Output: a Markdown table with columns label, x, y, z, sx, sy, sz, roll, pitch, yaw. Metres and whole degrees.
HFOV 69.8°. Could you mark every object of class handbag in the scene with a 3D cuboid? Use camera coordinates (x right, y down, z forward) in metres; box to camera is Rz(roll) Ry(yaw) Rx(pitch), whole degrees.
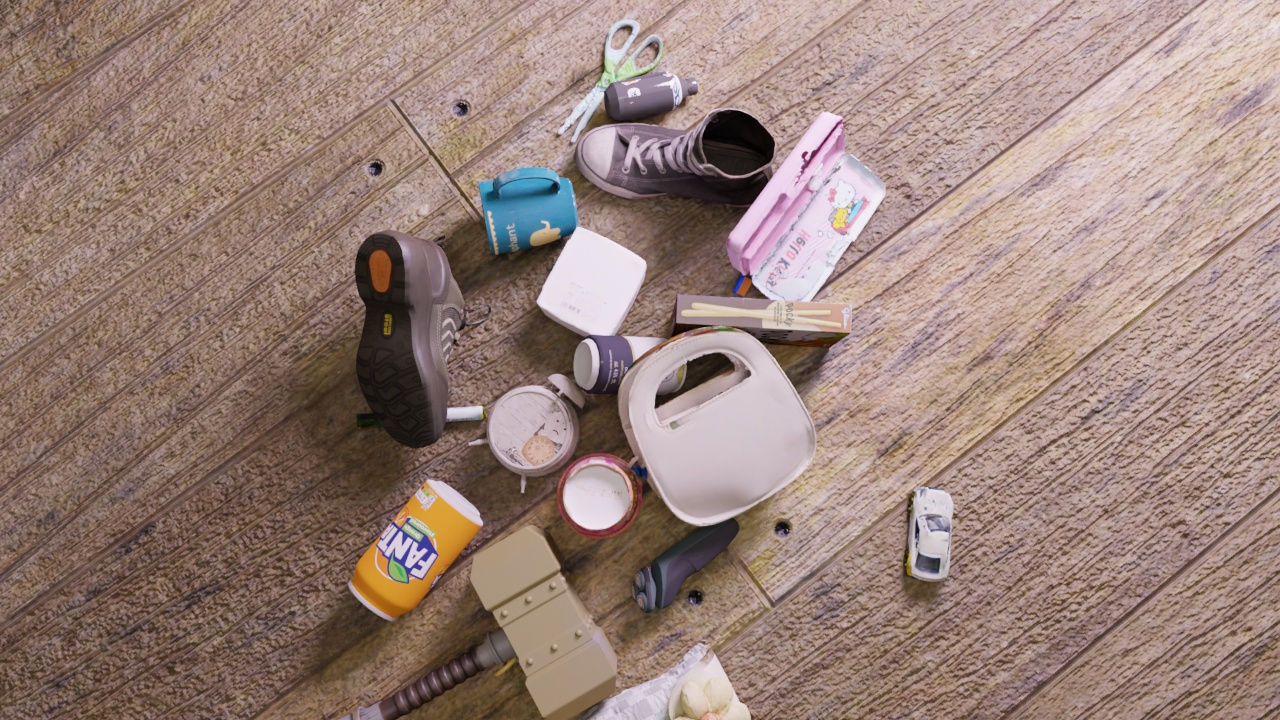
| label | x | y | z | sx | sy | sz | roll | pitch | yaw |
| --- | --- | --- | --- | --- | --- | --- | --- | --- | --- |
| handbag | 0.025 | 0.386 | 0.950 | 0.171 | 0.123 | 0.112 | -26 | 89 | -10 |
| handbag | 0.072 | 0.061 | 0.995 | 0.200 | 0.093 | 0.199 | -27 | 105 | -5 |

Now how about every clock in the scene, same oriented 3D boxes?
| label | x | y | z | sx | sy | sz | roll | pitch | yaw |
| --- | --- | --- | --- | --- | --- | --- | --- | --- | --- |
| clock | -0.108 | 0.062 | 1.024 | 0.103 | 0.061 | 0.157 | 41 | 86 | 5 |

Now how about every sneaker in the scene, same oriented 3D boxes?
| label | x | y | z | sx | sy | sz | roll | pitch | yaw |
| --- | --- | --- | --- | --- | --- | --- | --- | --- | --- |
| sneaker | -0.241 | -0.031 | 1.023 | 0.101 | 0.142 | 0.238 | 4 | 105 | 23 |
| sneaker | 0.039 | -0.235 | 1.039 | 0.235 | 0.120 | 0.095 | 14 | 82 | 4 |

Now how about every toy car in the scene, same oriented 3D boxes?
| label | x | y | z | sx | sy | sz | roll | pitch | yaw |
| --- | --- | --- | --- | --- | --- | --- | --- | --- | --- |
| toy car | 0.324 | 0.194 | 1.027 | 0.048 | 0.033 | 0.105 | 6 | 81 | 2 |

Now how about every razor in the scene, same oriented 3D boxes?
| label | x | y | z | sx | sy | sz | roll | pitch | yaw |
| --- | --- | --- | --- | --- | --- | --- | --- | --- | --- |
| razor | 0.051 | 0.222 | 1.015 | 0.142 | 0.047 | 0.052 | -35 | 113 | -10 |

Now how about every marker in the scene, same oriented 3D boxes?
| label | x | y | z | sx | sy | sz | roll | pitch | yaw |
| --- | --- | --- | --- | --- | --- | --- | --- | --- | --- |
| marker | -0.249 | 0.064 | 1.044 | 0.146 | 0.017 | 0.017 | -4 | 82 | -1 |

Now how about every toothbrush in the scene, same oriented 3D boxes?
| label | x | y | z | sx | sy | sz | roll | pitch | yaw |
| --- | --- | --- | --- | --- | --- | --- | --- | --- | --- |
| toothbrush | 0.162 | -0.152 | 1.080 | 0.018 | 0.016 | 0.182 | 35 | 83 | -1 |

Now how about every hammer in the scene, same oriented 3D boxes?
| label | x | y | z | sx | sy | sz | roll | pitch | yaw |
| --- | --- | --- | --- | --- | --- | --- | --- | --- | --- |
| hammer | -0.205 | 0.333 | 0.965 | 0.324 | 0.101 | 0.190 | -29 | 83 | -5 |

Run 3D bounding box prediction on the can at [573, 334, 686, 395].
| label | x | y | z | sx | sy | sz | roll | pitch | yaw |
| --- | --- | --- | --- | --- | --- | --- | --- | --- | --- |
| can | -0.006 | 0.006 | 1.015 | 0.127 | 0.064 | 0.064 | 2 | 81 | -28 |

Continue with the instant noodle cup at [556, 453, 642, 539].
| label | x | y | z | sx | sy | sz | roll | pitch | yaw |
| --- | --- | --- | --- | --- | --- | --- | --- | --- | --- |
| instant noodle cup | -0.046 | 0.146 | 0.989 | 0.098 | 0.109 | 0.097 | 0 | 82 | 0 |

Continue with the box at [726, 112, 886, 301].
| label | x | y | z | sx | sy | sz | roll | pitch | yaw |
| --- | --- | --- | --- | --- | --- | --- | --- | --- | --- |
| box | 0.184 | -0.170 | 1.054 | 0.201 | 0.150 | 0.073 | -53 | 41 | -8 |

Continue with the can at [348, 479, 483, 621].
| label | x | y | z | sx | sy | sz | roll | pitch | yaw |
| --- | --- | --- | --- | --- | --- | --- | --- | --- | --- |
| can | -0.243 | 0.204 | 0.994 | 0.079 | 0.079 | 0.142 | 39 | 83 | 4 |

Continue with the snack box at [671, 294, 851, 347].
| label | x | y | z | sx | sy | sz | roll | pitch | yaw |
| --- | --- | --- | --- | --- | --- | --- | --- | --- | --- |
| snack box | 0.130 | -0.042 | 1.021 | 0.186 | 0.101 | 0.031 | 3 | 82 | 0 |

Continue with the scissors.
| label | x | y | z | sx | sy | sz | roll | pitch | yaw |
| --- | --- | --- | --- | --- | --- | --- | --- | --- | --- |
| scissors | -0.036 | -0.329 | 1.103 | 0.078 | 0.033 | 0.175 | 31 | 87 | 1 |

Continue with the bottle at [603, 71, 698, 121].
| label | x | y | z | sx | sy | sz | roll | pitch | yaw |
| --- | --- | --- | --- | --- | --- | --- | --- | --- | --- |
| bottle | 0.013 | -0.314 | 1.083 | 0.112 | 0.047 | 0.047 | -15 | 82 | -10 |

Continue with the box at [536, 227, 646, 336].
| label | x | y | z | sx | sy | sz | roll | pitch | yaw |
| --- | --- | --- | --- | --- | --- | --- | --- | --- | --- |
| box | -0.057 | -0.082 | 1.058 | 0.102 | 0.076 | 0.107 | 27 | 80 | 5 |

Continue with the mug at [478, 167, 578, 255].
| label | x | y | z | sx | sy | sz | roll | pitch | yaw |
| --- | --- | --- | --- | --- | --- | --- | --- | --- | --- |
| mug | -0.125 | -0.176 | 1.033 | 0.104 | 0.112 | 0.084 | -9 | 64 | -9 |
